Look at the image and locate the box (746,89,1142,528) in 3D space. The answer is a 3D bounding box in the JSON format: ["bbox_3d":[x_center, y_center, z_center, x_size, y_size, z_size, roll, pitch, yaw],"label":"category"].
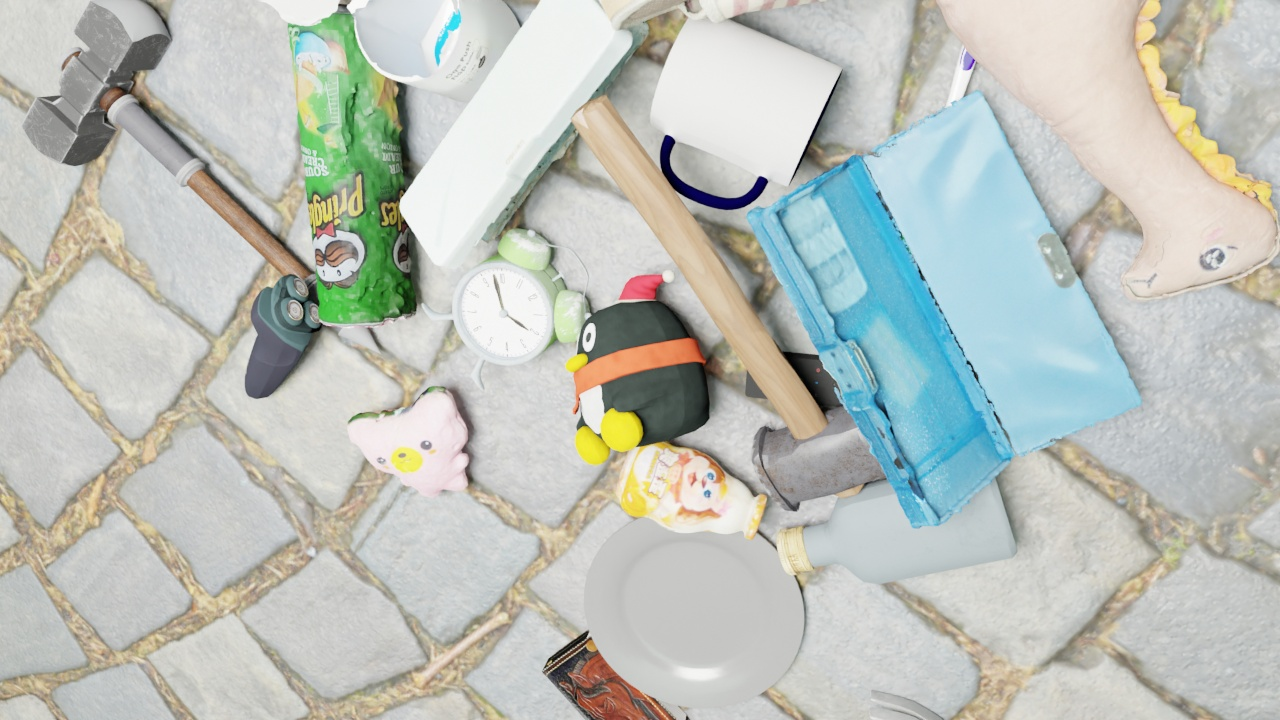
[{"bbox_3d":[0.190,-0.030,0.590,0.173,0.066,0.232,-29,95,-3],"label":"box"}]

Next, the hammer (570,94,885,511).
[{"bbox_3d":[0.061,-0.029,0.599,0.098,0.052,0.328,-23,116,28],"label":"hammer"}]

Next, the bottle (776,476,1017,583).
[{"bbox_3d":[0.180,0.123,0.666,0.161,0.046,0.072,-17,103,19],"label":"bottle"}]

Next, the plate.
[{"bbox_3d":[0.042,0.201,0.742,0.178,0.012,0.178,3,106,11],"label":"plate"}]

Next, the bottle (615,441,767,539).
[{"bbox_3d":[0.039,0.099,0.686,0.108,0.063,0.063,19,112,7],"label":"bottle"}]

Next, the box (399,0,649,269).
[{"bbox_3d":[-0.071,-0.154,0.619,0.199,0.096,0.085,-46,66,22],"label":"box"}]

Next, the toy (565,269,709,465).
[{"bbox_3d":[-0.004,0.004,0.650,0.099,0.098,0.119,-11,80,-24],"label":"toy"}]

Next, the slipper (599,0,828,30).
[{"bbox_3d":[0.106,-0.229,0.505,0.263,0.115,0.052,-22,104,-2],"label":"slipper"}]

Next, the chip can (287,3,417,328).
[{"bbox_3d":[-0.207,-0.139,0.664,0.075,0.075,0.223,4,109,13],"label":"chip can"}]

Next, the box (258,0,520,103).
[{"bbox_3d":[-0.154,-0.219,0.579,0.118,0.159,0.085,40,106,7],"label":"box"}]

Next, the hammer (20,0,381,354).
[{"bbox_3d":[-0.326,-0.120,0.723,0.322,0.043,0.156,45,113,-6],"label":"hammer"}]

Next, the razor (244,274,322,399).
[{"bbox_3d":[-0.293,-0.012,0.732,0.052,0.047,0.143,19,139,-26],"label":"razor"}]

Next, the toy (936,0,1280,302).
[{"bbox_3d":[0.297,-0.166,0.529,0.264,0.065,0.196,41,114,-5],"label":"toy"}]

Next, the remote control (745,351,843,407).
[{"bbox_3d":[0.151,0.017,0.655,0.150,0.013,0.034,6,110,13],"label":"remote control"}]

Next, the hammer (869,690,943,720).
[{"bbox_3d":[0.105,0.357,0.772,0.329,0.039,0.131,-16,103,20],"label":"hammer"}]

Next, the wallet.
[{"bbox_3d":[-0.021,0.291,0.791,0.072,0.019,0.123,-40,95,19],"label":"wallet"}]

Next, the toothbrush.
[{"bbox_3d":[0.194,-0.143,0.588,0.016,0.015,0.187,15,111,9],"label":"toothbrush"}]

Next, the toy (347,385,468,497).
[{"bbox_3d":[-0.179,0.071,0.741,0.103,0.050,0.093,-15,109,22],"label":"toy"}]

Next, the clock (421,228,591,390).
[{"bbox_3d":[-0.091,-0.043,0.683,0.119,0.042,0.094,-29,100,22],"label":"clock"}]

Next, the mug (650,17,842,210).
[{"bbox_3d":[0.059,-0.151,0.579,0.097,0.078,0.112,25,89,5],"label":"mug"}]
